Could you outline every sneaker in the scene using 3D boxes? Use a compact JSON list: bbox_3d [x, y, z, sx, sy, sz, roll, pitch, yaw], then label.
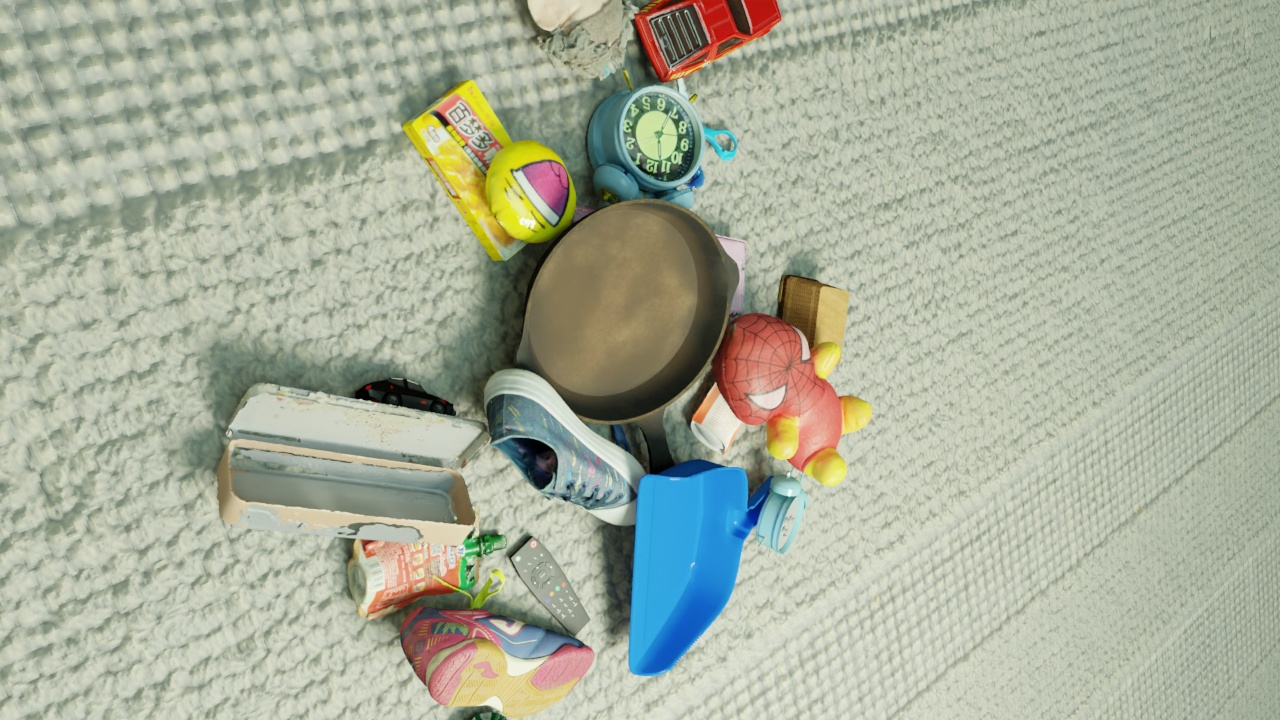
[{"bbox_3d":[-0.072,0.107,0.881,0.235,0.088,0.079,48,35,-36],"label":"sneaker"},{"bbox_3d":[-0.132,0.275,0.891,0.116,0.091,0.241,-55,144,1],"label":"sneaker"}]

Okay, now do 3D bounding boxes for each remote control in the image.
[{"bbox_3d":[-0.092,0.235,0.950,0.039,0.010,0.125,-42,117,-23],"label":"remote control"}]

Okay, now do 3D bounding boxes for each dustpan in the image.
[{"bbox_3d":[0.080,0.187,1.019,0.256,0.060,0.246,-33,132,-54],"label":"dustpan"}]

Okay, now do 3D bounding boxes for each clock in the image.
[{"bbox_3d":[0.007,-0.204,0.929,0.118,0.060,0.162,6,87,-30],"label":"clock"},{"bbox_3d":[0.172,0.170,1.073,0.123,0.042,0.087,-66,153,-15],"label":"clock"}]

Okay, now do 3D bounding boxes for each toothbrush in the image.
[{"bbox_3d":[-0.022,0.086,0.978,0.021,0.016,0.132,-22,107,-28],"label":"toothbrush"}]

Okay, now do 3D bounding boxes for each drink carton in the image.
[{"bbox_3d":[0.107,0.041,1.056,0.069,0.039,0.122,49,63,-29],"label":"drink carton"}]

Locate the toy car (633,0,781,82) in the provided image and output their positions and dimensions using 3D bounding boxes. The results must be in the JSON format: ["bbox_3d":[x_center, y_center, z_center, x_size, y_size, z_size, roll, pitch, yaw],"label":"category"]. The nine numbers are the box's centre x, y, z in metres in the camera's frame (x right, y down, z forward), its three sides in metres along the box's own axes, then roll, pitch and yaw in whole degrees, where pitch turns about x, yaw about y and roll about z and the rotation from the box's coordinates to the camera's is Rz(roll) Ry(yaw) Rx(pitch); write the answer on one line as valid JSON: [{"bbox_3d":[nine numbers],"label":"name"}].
[{"bbox_3d":[0.075,-0.360,0.966,0.188,0.056,0.081,-36,111,-29],"label":"toy car"}]

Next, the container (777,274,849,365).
[{"bbox_3d":[0.204,-0.043,1.092,0.063,0.061,0.114,6,92,-35],"label":"container"}]

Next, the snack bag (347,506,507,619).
[{"bbox_3d":[-0.193,0.186,0.861,0.154,0.044,0.087,-8,106,-38],"label":"snack bag"}]

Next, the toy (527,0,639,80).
[{"bbox_3d":[-0.073,-0.342,0.853,0.176,0.076,0.132,61,35,-24],"label":"toy"}]

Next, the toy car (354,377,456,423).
[{"bbox_3d":[-0.211,0.038,0.826,0.091,0.042,0.036,15,60,-37],"label":"toy car"}]

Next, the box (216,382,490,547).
[{"bbox_3d":[-0.239,0.100,0.782,0.216,0.095,0.107,14,57,-36],"label":"box"}]

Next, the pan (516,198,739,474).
[{"bbox_3d":[-0.006,0.006,0.931,0.248,0.043,0.356,-24,122,-21],"label":"pan"}]

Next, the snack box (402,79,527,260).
[{"bbox_3d":[-0.146,-0.174,0.853,0.075,0.025,0.152,-44,118,-23],"label":"snack box"}]

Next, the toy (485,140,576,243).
[{"bbox_3d":[-0.100,-0.155,0.846,0.094,0.041,0.095,-51,120,-25],"label":"toy"}]

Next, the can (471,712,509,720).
[{"bbox_3d":[-0.150,0.403,0.905,0.053,0.053,0.101,-2,97,-35],"label":"can"}]

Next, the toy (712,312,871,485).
[{"bbox_3d":[0.159,0.035,1.013,0.216,0.099,0.147,44,54,-23],"label":"toy"}]

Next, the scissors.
[{"bbox_3d":[0.049,-0.246,0.989,0.133,0.015,0.103,42,73,-30],"label":"scissors"}]

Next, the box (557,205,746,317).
[{"bbox_3d":[0.018,-0.101,0.965,0.232,0.046,0.098,7,92,-35],"label":"box"}]
